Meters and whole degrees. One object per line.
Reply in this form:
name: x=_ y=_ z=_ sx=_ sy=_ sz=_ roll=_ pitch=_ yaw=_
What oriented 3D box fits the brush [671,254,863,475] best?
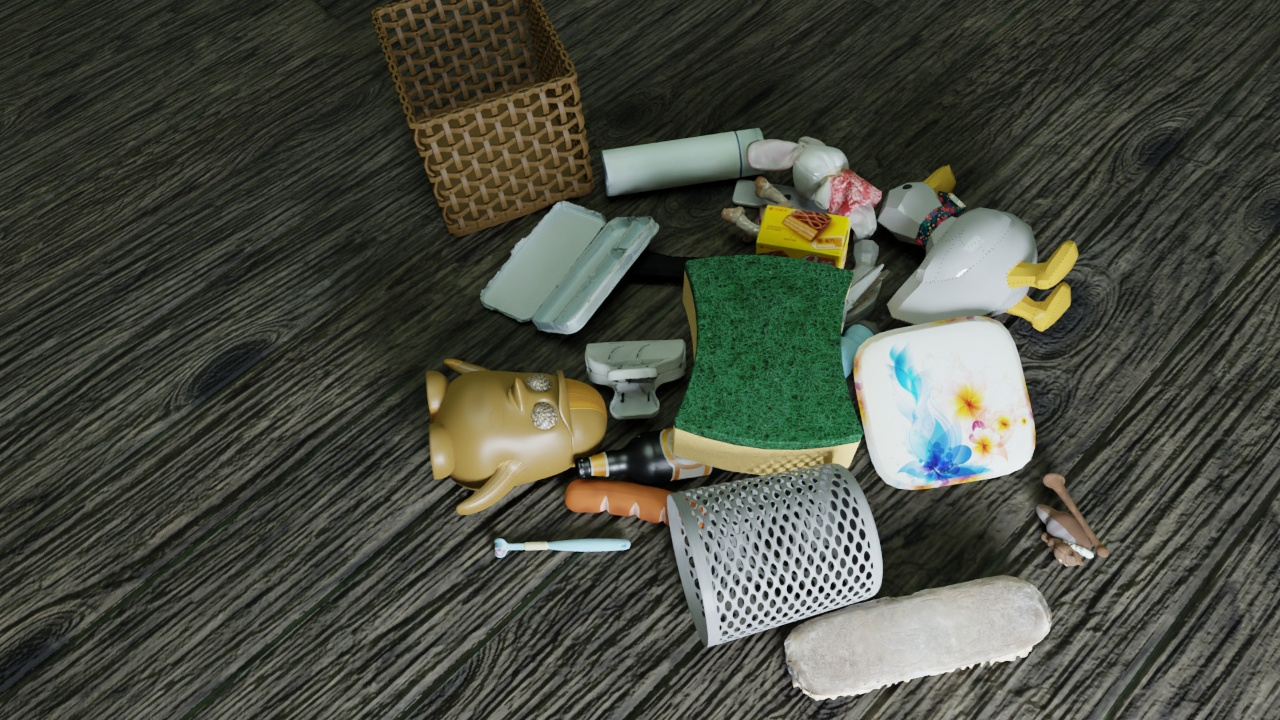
brush: x=0.140 y=0.001 z=1.035 sx=0.195 sy=0.075 sz=0.249 roll=4 pitch=57 yaw=3

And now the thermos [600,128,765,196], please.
thermos: x=0.061 y=-0.281 z=1.299 sx=0.230 sy=0.068 sz=0.067 roll=-8 pitch=57 yaw=0

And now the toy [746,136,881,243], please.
toy: x=0.250 y=-0.240 z=1.237 sx=0.158 sy=0.084 sz=0.194 roll=-22 pitch=62 yaw=-41

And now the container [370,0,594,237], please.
container: x=-0.215 y=-0.358 z=1.284 sx=0.219 sy=0.214 sz=0.251 roll=-20 pitch=58 yaw=-8

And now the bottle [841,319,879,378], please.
bottle: x=0.248 y=-0.004 z=1.123 sx=0.040 sy=0.040 sz=0.129 roll=38 pitch=68 yaw=25

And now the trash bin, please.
trash bin: x=0.136 y=0.194 z=0.944 sx=0.183 sy=0.157 sz=0.156 roll=-12 pitch=58 yaw=-6

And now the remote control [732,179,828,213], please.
remote control: x=0.204 y=-0.226 z=1.286 sx=0.147 sy=0.008 sz=0.045 roll=10 pitch=59 yaw=10

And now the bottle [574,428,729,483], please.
bottle: x=0.016 y=0.109 z=1.043 sx=0.181 sy=0.059 sz=0.059 roll=-7 pitch=57 yaw=-12

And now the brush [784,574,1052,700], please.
brush: x=0.279 y=0.280 z=0.931 sx=0.271 sy=0.057 sz=0.083 roll=-13 pitch=61 yaw=-2

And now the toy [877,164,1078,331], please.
toy: x=0.394 y=-0.130 z=1.138 sx=0.268 sy=0.141 sz=0.246 roll=31 pitch=66 yaw=35

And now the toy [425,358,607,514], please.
toy: x=-0.137 y=0.072 z=1.049 sx=0.203 sy=0.163 sz=0.198 roll=-5 pitch=57 yaw=-11

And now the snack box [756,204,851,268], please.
snack box: x=0.201 y=-0.137 z=1.141 sx=0.106 sy=0.084 sz=0.061 roll=11 pitch=61 yaw=14

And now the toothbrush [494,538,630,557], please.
toothbrush: x=-0.088 y=0.209 z=1.033 sx=0.155 sy=0.016 sz=0.022 roll=-2 pitch=90 yaw=4

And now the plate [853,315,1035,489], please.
plate: x=0.346 y=0.047 z=1.044 sx=0.187 sy=0.016 sz=0.187 roll=-11 pitch=82 yaw=6

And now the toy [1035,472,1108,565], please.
toy: x=0.456 y=0.177 z=0.989 sx=0.055 sy=0.041 sz=0.101 roll=-42 pitch=44 yaw=24

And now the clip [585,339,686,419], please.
clip: x=-0.007 y=0.007 z=1.114 sx=0.125 sy=0.074 sz=0.143 roll=-4 pitch=26 yaw=6

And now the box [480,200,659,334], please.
box: x=-0.094 y=-0.126 z=1.227 sx=0.193 sy=0.061 sz=0.209 roll=12 pitch=56 yaw=38

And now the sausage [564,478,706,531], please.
sausage: x=-0.005 y=0.162 z=1.041 sx=0.164 sy=0.039 sz=0.044 roll=9 pitch=69 yaw=11

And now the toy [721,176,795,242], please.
toy: x=0.173 y=-0.186 z=1.218 sx=0.085 sy=0.074 sz=0.106 roll=-37 pitch=44 yaw=-21

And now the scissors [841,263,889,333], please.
scissors: x=0.222 y=-0.051 z=1.133 sx=0.146 sy=0.015 sz=0.187 roll=14 pitch=82 yaw=16

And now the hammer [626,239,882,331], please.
hammer: x=0.146 y=-0.109 z=1.202 sx=0.328 sy=0.039 sz=0.131 roll=7 pitch=60 yaw=10
